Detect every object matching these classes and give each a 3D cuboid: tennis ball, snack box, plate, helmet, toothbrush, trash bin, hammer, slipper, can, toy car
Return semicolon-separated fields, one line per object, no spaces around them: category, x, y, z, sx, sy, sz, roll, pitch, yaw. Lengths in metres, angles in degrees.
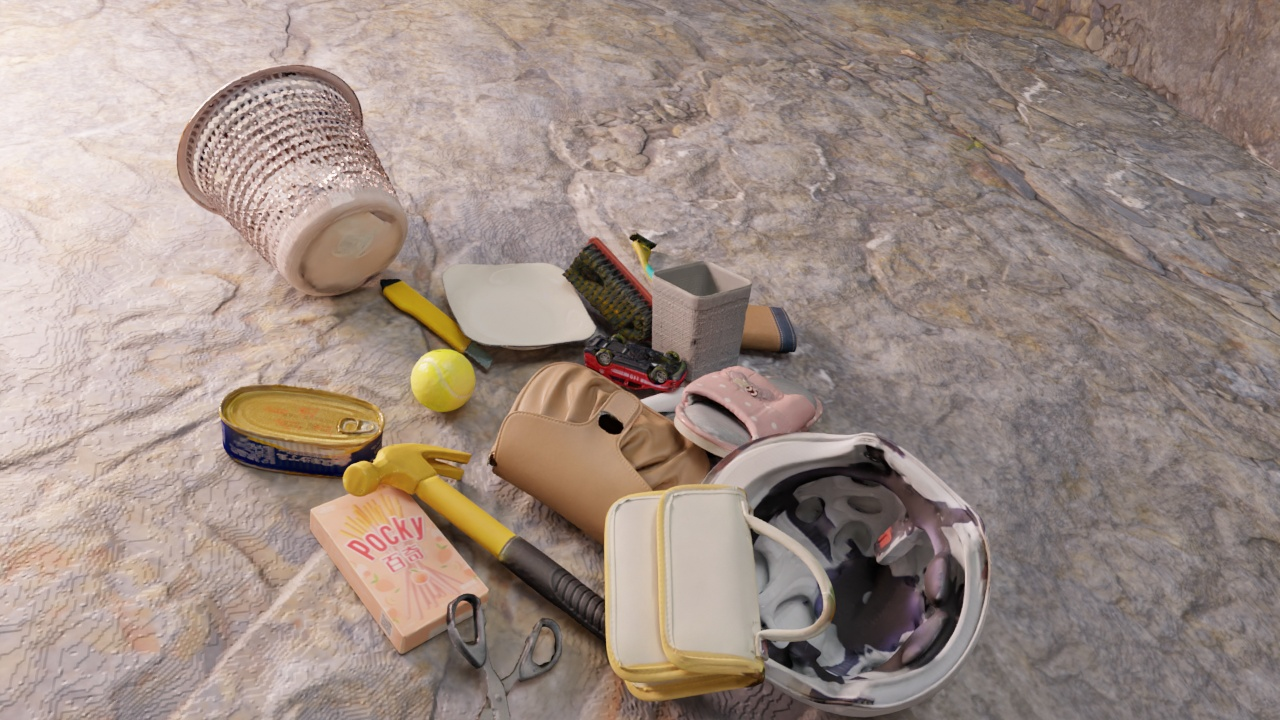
tennis ball;-0.205;0.021;0.952;0.065;0.066;0.065;10;38;-8
snack box;-0.210;0.171;0.793;0.084;0.026;0.157;-22;52;-39
plate;-0.148;-0.059;1.098;0.163;0.034;0.164;-4;42;-24
helmet;0.173;0.188;0.791;0.259;0.146;0.228;25;71;39
toothbrush;0.029;0.048;1.033;0.220;0.027;0.026;-17;24;-35
trash bin;-0.379;-0.190;1.056;0.226;0.228;0.192;-23;64;-39
hammer;-0.114;0.166;0.808;0.301;0.033;0.128;34;19;14
slipper;0.125;0.046;0.961;0.114;0.054;0.273;32;21;24
can;-0.318;0.067;0.867;0.148;0.049;0.074;8;38;-10
toy car;-0.006;0.006;1.052;0.120;0.045;0.052;16;32;17

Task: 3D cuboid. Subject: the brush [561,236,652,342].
brush;-0.023;-0.083;1.133;0.146;0.063;0.069;46;33;8

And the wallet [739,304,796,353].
wallet;0.138;-0.043;1.183;0.115;0.033;0.090;5;36;-12

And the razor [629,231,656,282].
razor;0.018;-0.127;1.247;0.043;0.028;0.132;29;23;-38

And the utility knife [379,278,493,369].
utility knife;-0.237;-0.043;1.062;0.192;0.015;0.033;36;45;24

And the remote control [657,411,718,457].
remote control;0.054;0.081;0.995;0.136;0.024;0.053;2;64;-18

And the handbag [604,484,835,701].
handbag;0.060;0.173;0.727;0.179;0.063;0.163;-12;51;14

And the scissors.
scissors;-0.110;0.258;0.716;0.159;0.014;0.178;-13;61;-46

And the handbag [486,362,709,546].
handbag;-0.039;0.090;0.888;0.204;0.100;0.147;31;50;12

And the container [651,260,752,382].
container;0.068;-0.045;1.081;0.090;0.114;0.090;-17;34;-35
